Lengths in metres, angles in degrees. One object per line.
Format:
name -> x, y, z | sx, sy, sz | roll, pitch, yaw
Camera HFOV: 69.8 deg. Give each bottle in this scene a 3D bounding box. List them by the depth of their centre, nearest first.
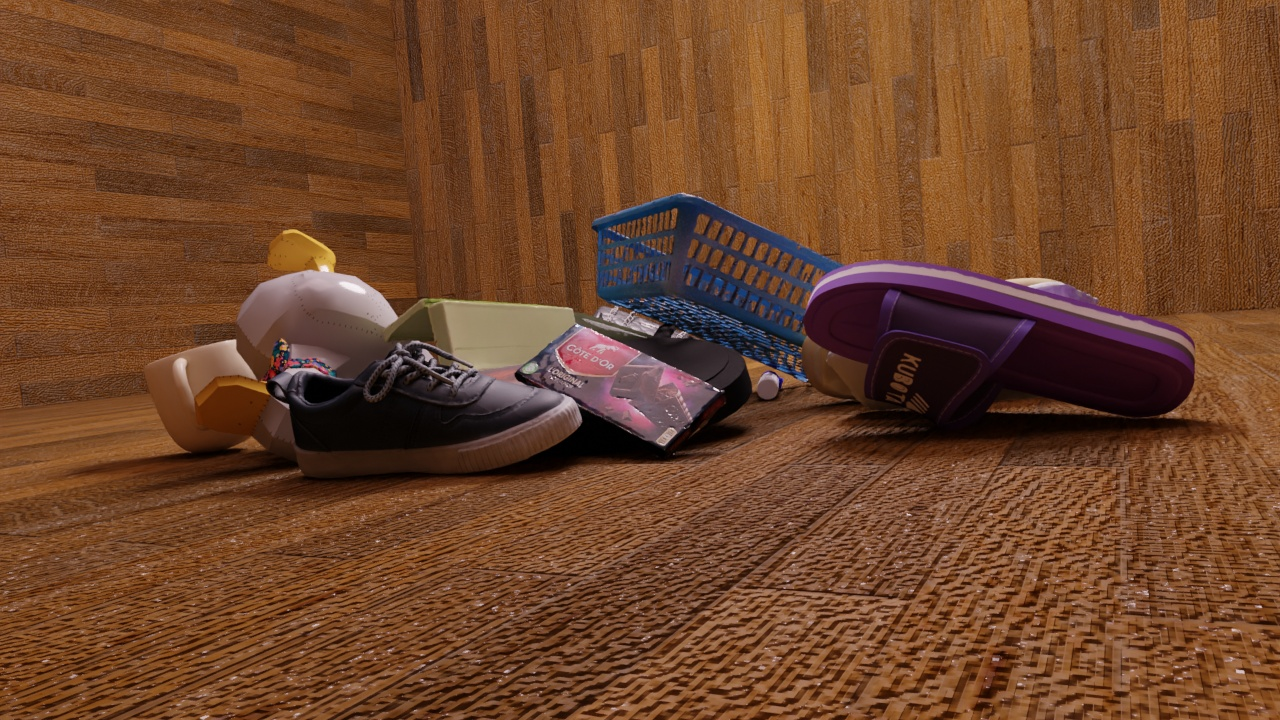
bottle -> -0.052, -0.014, 1.089 | 0.207, 0.071, 0.071 | 18, 7, 9

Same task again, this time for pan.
pan -> -0.005, 0.005, 0.854 | 0.225, 0.034, 0.355 | -5, 17, 14

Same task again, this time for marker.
marker -> 0.151, 0.028, 1.065 | 0.027, 0.023, 0.133 | 18, 6, 8

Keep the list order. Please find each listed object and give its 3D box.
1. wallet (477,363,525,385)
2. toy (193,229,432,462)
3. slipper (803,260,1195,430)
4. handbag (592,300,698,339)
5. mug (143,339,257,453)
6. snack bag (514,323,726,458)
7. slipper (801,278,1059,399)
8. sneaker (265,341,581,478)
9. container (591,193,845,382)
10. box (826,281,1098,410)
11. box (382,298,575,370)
wallet -> -0.099, 0.019, 0.758 | 0.123, 0.019, 0.072 | -9, 16, 0
toy -> -0.304, -0.004, 0.873 | 0.246, 0.141, 0.267 | 11, 32, -40
slipper -> 0.243, 0.007, 0.653 | 0.267, 0.083, 0.107 | 13, -32, 15
handbag -> 0.005, -0.027, 1.177 | 0.154, 0.115, 0.125 | 23, 15, 6
mug -> -0.427, 0.041, 0.905 | 0.096, 0.100, 0.120 | -19, 2, -8
snack bag -> -0.017, 0.020, 0.698 | 0.155, 0.018, 0.074 | 24, 50, 32
slipper -> 0.282, -0.004, 0.861 | 0.262, 0.111, 0.079 | -8, 23, 17
sneaker -> -0.160, 0.031, 0.676 | 0.236, 0.087, 0.089 | -6, 19, 12
container -> 0.132, -0.059, 1.013 | 0.362, 0.089, 0.257 | 21, -7, -22
box -> 0.260, -0.025, 0.756 | 0.216, 0.122, 0.083 | -7, 46, 41
box -> -0.138, -0.013, 0.880 | 0.092, 0.083, 0.187 | -38, -20, 32
